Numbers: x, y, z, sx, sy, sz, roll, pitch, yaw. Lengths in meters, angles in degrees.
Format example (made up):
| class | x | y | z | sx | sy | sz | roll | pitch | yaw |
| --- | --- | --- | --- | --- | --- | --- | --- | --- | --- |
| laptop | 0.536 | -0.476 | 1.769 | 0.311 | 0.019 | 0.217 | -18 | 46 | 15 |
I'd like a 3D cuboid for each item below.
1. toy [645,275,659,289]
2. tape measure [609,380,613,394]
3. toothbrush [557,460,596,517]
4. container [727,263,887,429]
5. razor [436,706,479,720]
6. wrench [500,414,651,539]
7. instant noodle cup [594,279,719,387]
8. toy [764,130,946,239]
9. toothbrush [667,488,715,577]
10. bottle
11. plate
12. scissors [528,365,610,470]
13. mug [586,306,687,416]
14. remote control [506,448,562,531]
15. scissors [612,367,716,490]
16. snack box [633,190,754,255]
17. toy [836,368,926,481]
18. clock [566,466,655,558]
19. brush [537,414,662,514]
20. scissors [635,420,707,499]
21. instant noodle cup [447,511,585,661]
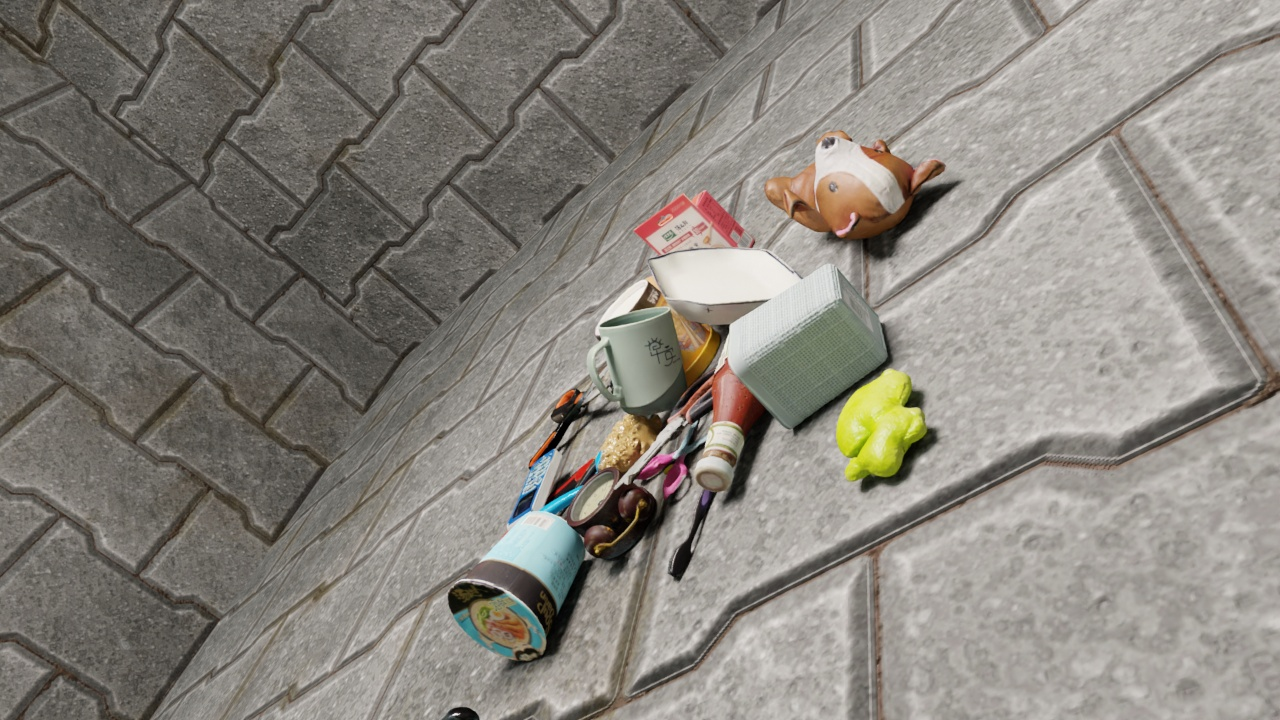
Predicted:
| class | x | y | z | sx | sy | sz | roll | pitch | yaw |
| --- | --- | --- | --- | --- | --- | --- | --- | --- | --- |
| toy | 0.047 | -0.080 | 1.235 | 0.227 | 0.082 | 0.143 | -20 | 29 | 46 |
| tape measure | -0.007 | 0.013 | 1.225 | 0.066 | 0.033 | 0.065 | -39 | 19 | 35 |
| toothbrush | -0.077 | 0.151 | 1.088 | 0.181 | 0.018 | 0.016 | -53 | 23 | -5 |
| container | 0.149 | -0.016 | 0.811 | 0.112 | 0.090 | 0.089 | -37 | 20 | 24 |
| razor | -0.148 | 0.355 | 0.772 | 0.167 | 0.062 | 0.067 | -143 | 66 | -68 |
| wrench | -0.084 | 0.149 | 1.137 | 0.274 | 0.016 | 0.056 | -43 | 17 | 15 |
| instant noodle cup | 0.015 | -0.026 | 1.117 | 0.119 | 0.114 | 0.118 | -43 | 17 | 16 |
| toy | 0.222 | -0.189 | 0.982 | 0.140 | 0.130 | 0.199 | -41 | 26 | 2 |
| toothbrush | 0.062 | 0.121 | 0.844 | 0.017 | 0.014 | 0.188 | -47 | 11 | 51 |
| bottle | 0.093 | 0.038 | 0.874 | 0.060 | 0.060 | 0.205 | -32 | 24 | 42 |
| plate | 0.096 | -0.090 | 1.087 | 0.162 | 0.034 | 0.265 | -6 | 19 | -5 |
| scissors | -0.091 | 0.072 | 1.282 | 0.227 | 0.021 | 0.221 | -57 | 13 | -7 |
| mug | -0.006 | 0.006 | 1.018 | 0.111 | 0.106 | 0.082 | -20 | 15 | -31 |
| remote control | -0.129 | 0.163 | 1.143 | 0.049 | 0.024 | 0.124 | -37 | 19 | 30 |
| scissors | 0.050 | 0.059 | 0.935 | 0.199 | 0.015 | 0.204 | -32 | 12 | 10 |
| snack box | 0.074 | -0.175 | 1.282 | 0.113 | 0.127 | 0.044 | -29 | 25 | 46 |
| toy | 0.177 | 0.048 | 0.690 | 0.096 | 0.031 | 0.100 | -51 | 17 | -5 |
| clock | -0.027 | 0.154 | 0.916 | 0.082 | 0.055 | 0.122 | -47 | 18 | -2 |
| brush | -0.074 | 0.148 | 1.047 | 0.255 | 0.046 | 0.083 | -40 | 21 | 5 |
| scissors | 0.038 | 0.100 | 0.949 | 0.135 | 0.017 | 0.133 | -35 | 16 | 37 |
| instant noodle cup | -0.115 | 0.219 | 0.923 | 0.111 | 0.111 | 0.120 | -33 | 14 | 41 |
